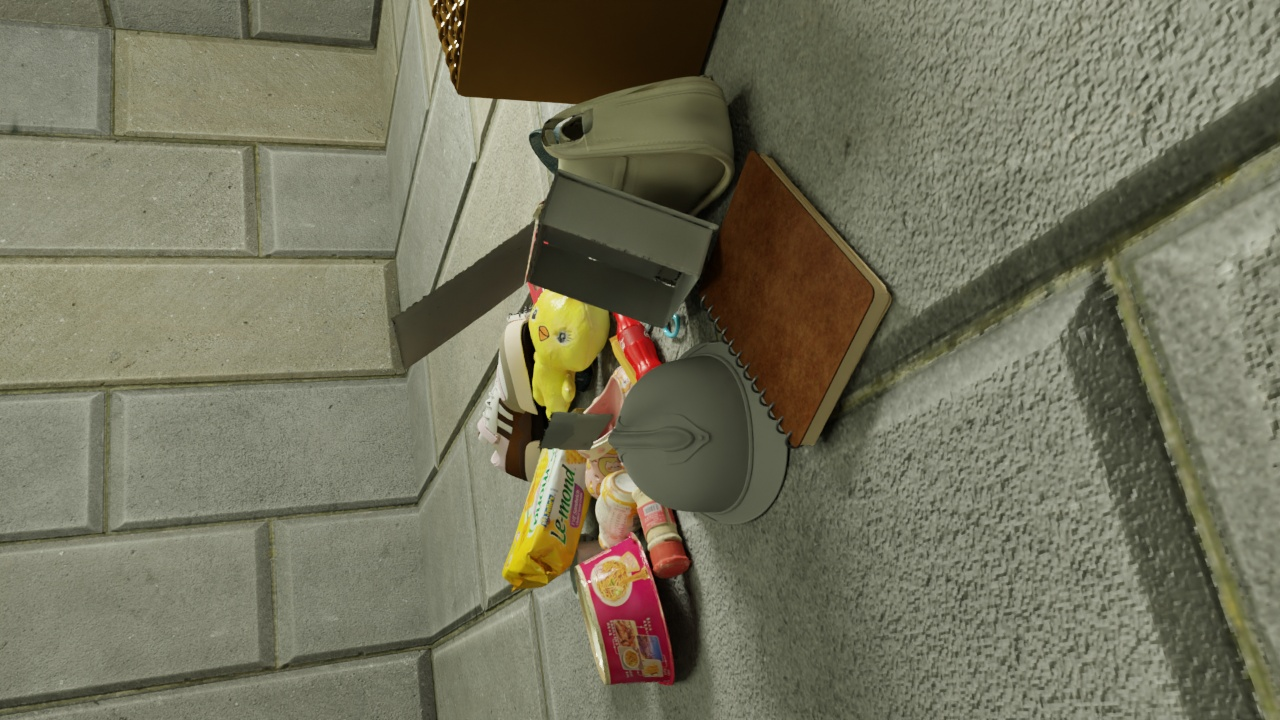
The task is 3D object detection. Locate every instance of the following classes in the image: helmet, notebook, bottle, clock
[{"bbox_3d":[0.026,0.074,0.907,0.272,0.117,0.183,-9,84,64],"label":"helmet"},{"bbox_3d":[0.119,-0.054,0.784,0.225,0.024,0.168,-116,36,-46],"label":"notebook"},{"bbox_3d":[0.022,0.189,1.036,0.044,0.044,0.109,113,148,-47],"label":"bottle"},{"bbox_3d":[-0.066,0.280,1.246,0.118,0.057,0.083,179,88,-75],"label":"clock"},{"bbox_3d":[-0.005,-0.020,1.072,0.119,0.036,0.036,64,149,33],"label":"bottle"},{"bbox_3d":[-0.025,0.187,1.123,0.063,0.063,0.109,-117,32,-46],"label":"bottle"}]

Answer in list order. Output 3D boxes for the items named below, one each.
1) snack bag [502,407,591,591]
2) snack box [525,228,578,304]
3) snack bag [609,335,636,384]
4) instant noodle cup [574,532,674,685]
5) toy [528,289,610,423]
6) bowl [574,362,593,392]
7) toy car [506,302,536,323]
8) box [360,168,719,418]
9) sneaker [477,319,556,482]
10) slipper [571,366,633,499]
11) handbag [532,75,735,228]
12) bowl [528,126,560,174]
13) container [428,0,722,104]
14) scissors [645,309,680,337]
[{"bbox_3d":[-0.116,0.198,1.254,0.160,0.068,0.246,135,154,-58],"label":"snack bag"},{"bbox_3d":[-0.131,-0.139,1.387,0.152,0.035,0.132,110,149,-43],"label":"snack box"},{"bbox_3d":[-0.006,0.006,1.089,0.099,0.026,0.020,58,159,31],"label":"snack bag"},{"bbox_3d":[-0.024,0.295,1.059,0.179,0.077,0.178,167,91,-79],"label":"instant noodle cup"},{"bbox_3d":[-0.101,-0.018,1.226,0.134,0.092,0.208,44,119,43],"label":"toy"},{"bbox_3d":[-0.107,-0.008,1.319,0.110,0.055,0.110,178,90,-69],"label":"bowl"},{"bbox_3d":[-0.171,-0.063,1.400,0.039,0.039,0.113,67,160,-7],"label":"toy car"},{"bbox_3d":[-0.098,-0.059,0.888,0.165,0.329,0.167,56,162,8],"label":"box"},{"bbox_3d":[-0.198,0.061,1.383,0.111,0.116,0.294,-79,-10,-49],"label":"sneaker"},{"bbox_3d":[-0.047,0.093,1.148,0.093,0.081,0.198,-121,38,-52],"label":"slipper"},{"bbox_3d":[-0.015,-0.208,0.922,0.229,0.184,0.131,112,154,-70],"label":"handbag"},{"bbox_3d":[-0.072,-0.264,1.173,0.057,0.137,0.137,-54,19,-11],"label":"bowl"},{"bbox_3d":[-0.068,-0.405,0.912,0.220,0.251,0.214,110,150,-43],"label":"container"},{"bbox_3d":[0.018,-0.075,1.057,0.135,0.015,0.130,-162,70,-64],"label":"scissors"}]
